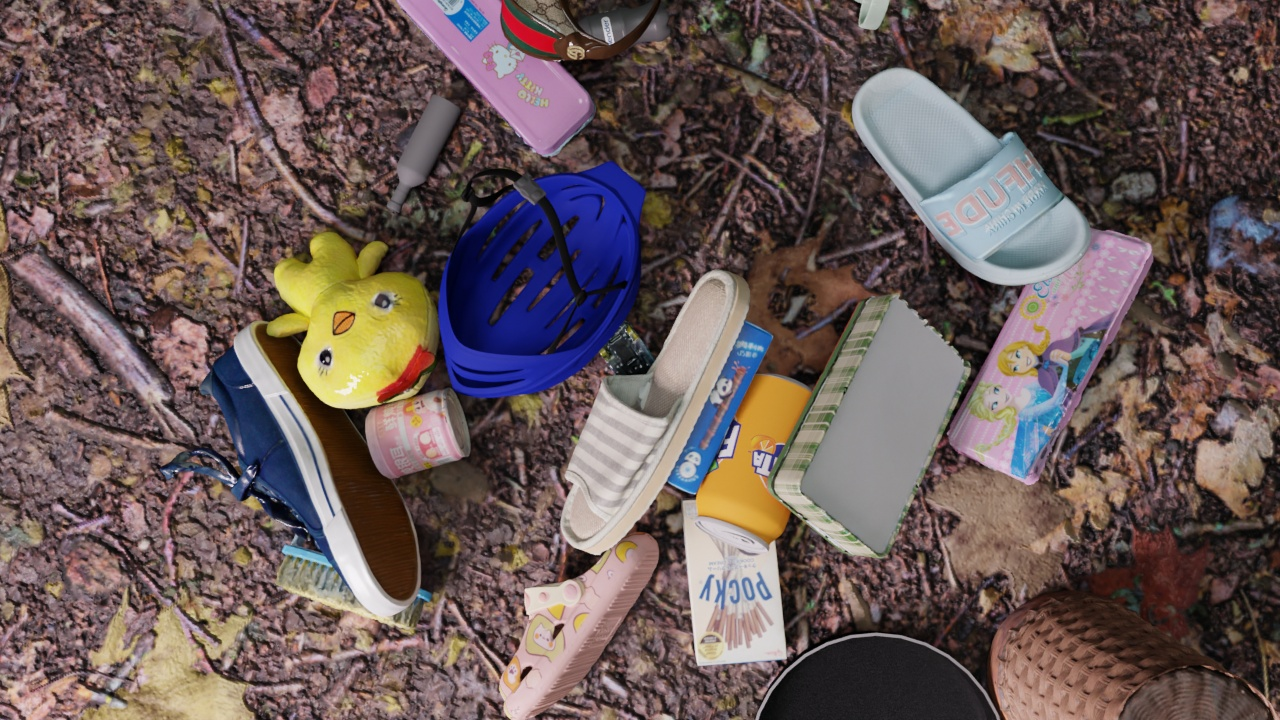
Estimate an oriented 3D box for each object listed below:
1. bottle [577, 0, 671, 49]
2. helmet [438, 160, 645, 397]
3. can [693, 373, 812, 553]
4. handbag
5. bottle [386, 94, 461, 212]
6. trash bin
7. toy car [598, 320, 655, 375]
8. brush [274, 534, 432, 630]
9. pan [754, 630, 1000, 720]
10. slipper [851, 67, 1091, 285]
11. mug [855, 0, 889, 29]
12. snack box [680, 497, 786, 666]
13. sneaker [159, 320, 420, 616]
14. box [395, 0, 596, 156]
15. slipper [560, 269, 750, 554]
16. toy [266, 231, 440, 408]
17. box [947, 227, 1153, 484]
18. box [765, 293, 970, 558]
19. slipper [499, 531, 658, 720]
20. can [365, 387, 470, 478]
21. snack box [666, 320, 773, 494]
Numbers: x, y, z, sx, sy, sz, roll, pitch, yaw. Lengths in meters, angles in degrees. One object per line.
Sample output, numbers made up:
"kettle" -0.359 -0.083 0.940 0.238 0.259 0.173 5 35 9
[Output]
"bottle" -0.028 -0.304 0.849 0.110 0.036 0.036 -12 87 2
"helmet" -0.095 -0.068 0.748 0.148 0.227 0.241 43 93 11
"can" 0.103 0.087 0.791 0.079 0.079 0.142 23 71 3
"handbag" -0.049 -0.340 0.822 0.138 0.063 0.166 19 65 0
"bottle" -0.206 -0.190 0.855 0.030 0.030 0.113 27 89 3
"trash bin" 0.385 0.278 0.725 0.151 0.210 0.151 0 88 2
"toy car" -0.005 0.005 0.840 0.039 0.027 0.090 -35 103 2
"brush" -0.252 0.190 0.833 0.136 0.055 0.075 17 67 3
"pan" 0.263 0.390 0.813 0.356 0.034 0.225 33 89 3
"slipper" 0.283 -0.165 0.804 0.104 0.074 0.245 -42 79 4
"mug" 0.212 -0.349 0.807 0.084 0.104 0.111 9 87 2
"snack box" 0.084 0.197 0.831 0.082 0.026 0.150 -6 87 1
"sneaker" -0.306 0.112 0.802 0.127 0.120 0.294 -40 73 9
"box" -0.134 -0.286 0.855 0.076 0.036 0.214 -43 87 4
"slipper" 0.005 0.040 0.783 0.054 0.114 0.273 28 97 -31
"toy" -0.253 -0.036 0.819 0.133 0.092 0.207 -42 72 -4
"box" 0.369 -0.003 0.822 0.085 0.077 0.230 28 89 40
"box" 0.194 0.053 0.773 0.117 0.050 0.205 37 68 -20
"slipper" -0.064 0.223 0.814 0.081 0.093 0.197 37 88 23
"can" -0.200 0.066 0.827 0.076 0.067 0.067 -16 87 1
"snack box" 0.059 0.037 0.806 0.034 0.087 0.151 27 89 -9
